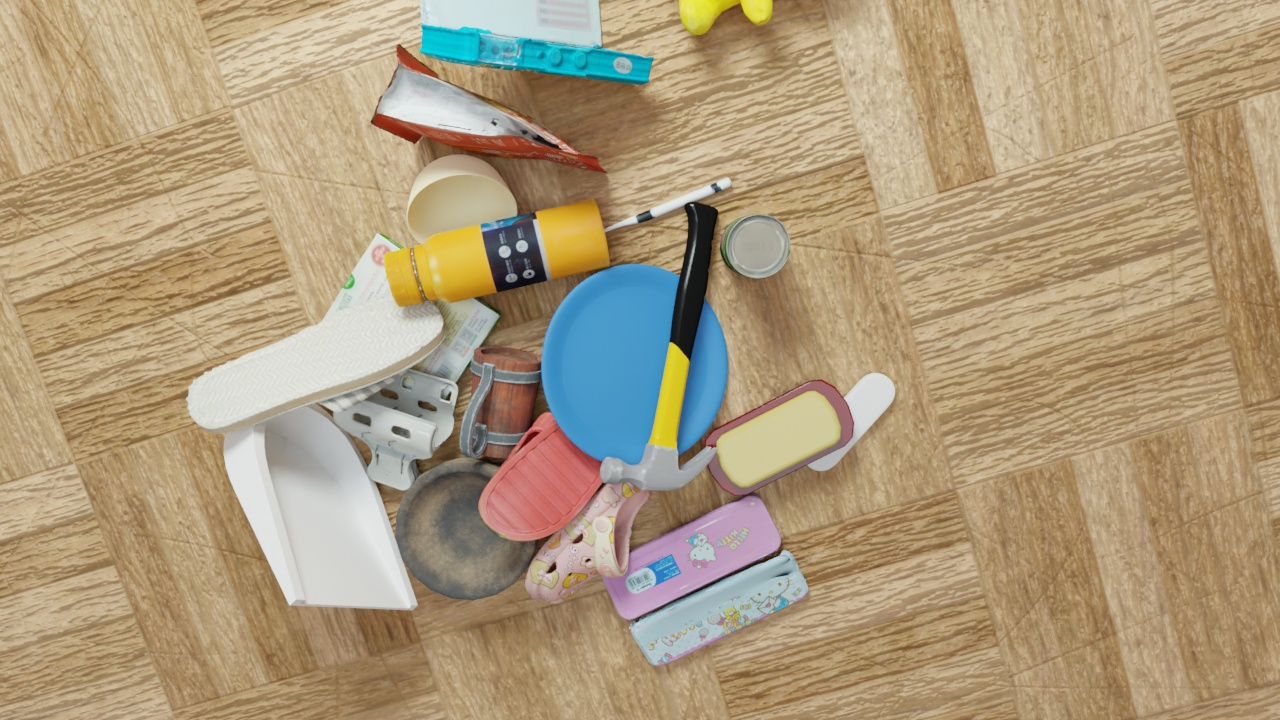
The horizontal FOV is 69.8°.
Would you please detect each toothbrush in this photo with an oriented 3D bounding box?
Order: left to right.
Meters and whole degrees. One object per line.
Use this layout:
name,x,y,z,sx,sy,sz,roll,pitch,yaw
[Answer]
toothbrush,0.016,-0.164,1.036,0.187,0.012,0.017,-22,109,5

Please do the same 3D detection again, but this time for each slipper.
slipper,-0.338,0.007,0.977,0.272,0.114,0.054,-25,140,-21
slipper,-0.080,0.103,1.030,0.248,0.059,0.103,-44,103,-20
slipper,-0.046,0.210,1.041,0.081,0.093,0.197,43,94,24

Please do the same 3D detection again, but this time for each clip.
clip,-0.282,0.081,1.034,0.126,0.105,0.152,18,100,11

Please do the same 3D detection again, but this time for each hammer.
hammer,0.044,-0.015,1.014,0.127,0.029,0.323,13,85,-24

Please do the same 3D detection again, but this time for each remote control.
remote control,0.239,0.071,1.057,0.043,0.013,0.136,40,97,-3

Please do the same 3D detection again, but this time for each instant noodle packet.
instant noodle packet,-0.144,-0.236,0.957,0.221,0.164,0.084,21,96,0

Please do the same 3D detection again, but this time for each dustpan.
dustpan,-0.342,0.145,0.990,0.053,0.191,0.257,-42,63,6

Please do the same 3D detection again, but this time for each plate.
plate,-0.006,0.006,1.021,0.224,0.024,0.224,0,91,-24

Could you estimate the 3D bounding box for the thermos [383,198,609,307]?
thermos,-0.153,-0.108,0.995,0.232,0.091,0.076,-14,57,-4

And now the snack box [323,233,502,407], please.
snack box,-0.264,-0.045,1.056,0.168,0.027,0.132,34,97,-2

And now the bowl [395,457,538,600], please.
bowl,-0.195,0.188,1.062,0.162,0.070,0.162,0,98,2

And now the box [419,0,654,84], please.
box,-0.114,-0.335,0.931,0.087,0.226,0.168,-50,60,41

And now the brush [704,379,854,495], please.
brush,0.156,0.088,1.039,0.173,0.042,0.082,-28,87,9

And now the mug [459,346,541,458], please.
mug,-0.162,0.049,1.022,0.081,0.117,0.111,13,102,18

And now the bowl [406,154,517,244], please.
bowl,-0.199,-0.183,1.007,0.118,0.118,0.074,-20,54,5

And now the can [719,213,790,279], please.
can,0.121,-0.122,0.982,0.067,0.121,0.067,0,98,2

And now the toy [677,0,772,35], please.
toy,0.119,-0.418,0.961,0.194,0.087,0.134,-26,93,4

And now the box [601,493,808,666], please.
box,0.077,0.262,1.080,0.214,0.040,0.151,-27,99,6
